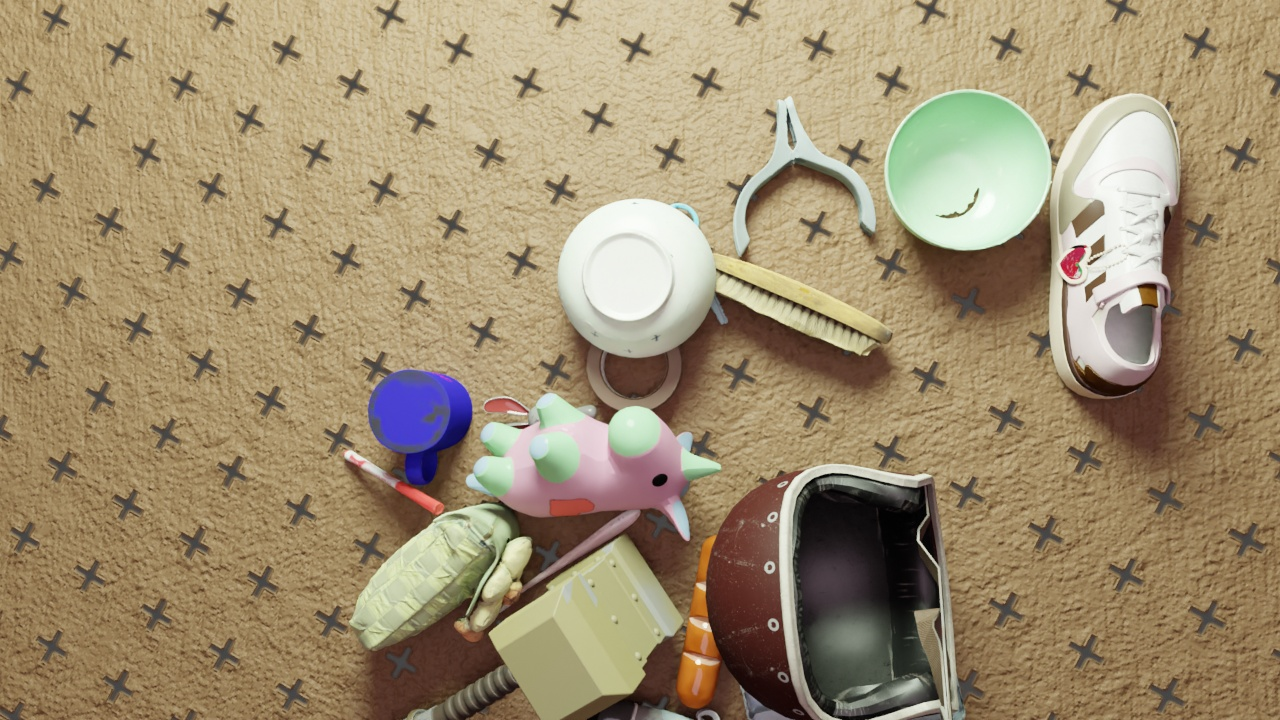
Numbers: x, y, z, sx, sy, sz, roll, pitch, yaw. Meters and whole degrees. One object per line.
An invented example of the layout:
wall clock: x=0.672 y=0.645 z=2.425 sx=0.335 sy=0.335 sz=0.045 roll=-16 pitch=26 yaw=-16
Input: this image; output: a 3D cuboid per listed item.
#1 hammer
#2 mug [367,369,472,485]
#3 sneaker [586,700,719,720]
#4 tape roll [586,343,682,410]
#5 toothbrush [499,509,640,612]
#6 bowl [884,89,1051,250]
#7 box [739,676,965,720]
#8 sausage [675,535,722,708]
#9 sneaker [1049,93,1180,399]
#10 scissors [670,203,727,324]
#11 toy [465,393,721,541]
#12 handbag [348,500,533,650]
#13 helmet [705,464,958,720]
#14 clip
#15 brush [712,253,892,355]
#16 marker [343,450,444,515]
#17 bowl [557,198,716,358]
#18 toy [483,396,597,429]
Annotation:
hammer: x=-0.136 y=0.304 z=0.855 sx=0.325 sy=0.190 sz=0.100 roll=-35 pitch=85 yaw=19
mug: x=-0.214 y=0.066 z=0.898 sx=0.079 sy=0.083 sz=0.111 roll=1 pitch=87 yaw=4
sneaker: x=0.011 y=0.454 z=0.850 sx=0.160 sy=0.093 sz=0.256 roll=8 pitch=76 yaw=-5
tape roll: x=-0.005 y=0.005 z=0.912 sx=0.094 sy=0.030 sz=0.093 roll=0 pitch=87 yaw=4
toothbrush: x=-0.075 y=0.200 z=0.914 sx=0.181 sy=0.018 sz=0.015 roll=-34 pitch=88 yaw=1
bowl: x=0.303 y=-0.173 z=0.876 sx=0.151 sy=0.077 sz=0.151 roll=0 pitch=87 yaw=4
box: x=0.204 y=0.320 z=0.853 sx=0.210 sy=0.130 sz=0.105 roll=-13 pitch=77 yaw=-3
sausage: x=0.065 y=0.251 z=0.885 sx=0.039 sy=0.044 sz=0.164 roll=10 pitch=85 yaw=15
sneaker: x=0.446 y=-0.113 z=0.842 sx=0.112 sy=0.116 sz=0.293 roll=10 pitch=87 yaw=5
scissors: x=0.053 y=-0.096 z=0.926 sx=0.055 sy=0.015 sz=0.136 roll=-28 pitch=91 yaw=4
toy: x=-0.052 y=0.106 z=0.874 sx=0.223 sy=0.171 sz=0.119 roll=-25 pitch=42 yaw=31
handbag: x=-0.183 y=0.216 z=0.877 sx=0.186 sy=0.113 sz=0.117 roll=-40 pitch=87 yaw=4
helmet: x=0.182 y=0.206 z=0.779 sx=0.254 sy=0.233 sz=0.233 roll=-7 pitch=75 yaw=19
clip: x=0.179 y=-0.166 z=0.911 sx=0.164 sy=0.031 sz=0.169 roll=19 pitch=90 yaw=3
brush: x=0.149 y=-0.055 z=0.891 sx=0.195 sy=0.059 sz=0.043 roll=24 pitch=99 yaw=4
marker: x=-0.246 y=0.118 z=0.904 sx=0.142 sy=0.012 sz=0.013 roll=22 pitch=88 yaw=31
bowl: x=-0.008 y=-0.077 z=0.855 sx=0.153 sy=0.073 sz=0.153 roll=1 pitch=94 yaw=7
toy: x=-0.099 y=0.058 z=0.916 sx=0.112 sy=0.030 sz=0.049 roll=1 pitch=114 yaw=2
